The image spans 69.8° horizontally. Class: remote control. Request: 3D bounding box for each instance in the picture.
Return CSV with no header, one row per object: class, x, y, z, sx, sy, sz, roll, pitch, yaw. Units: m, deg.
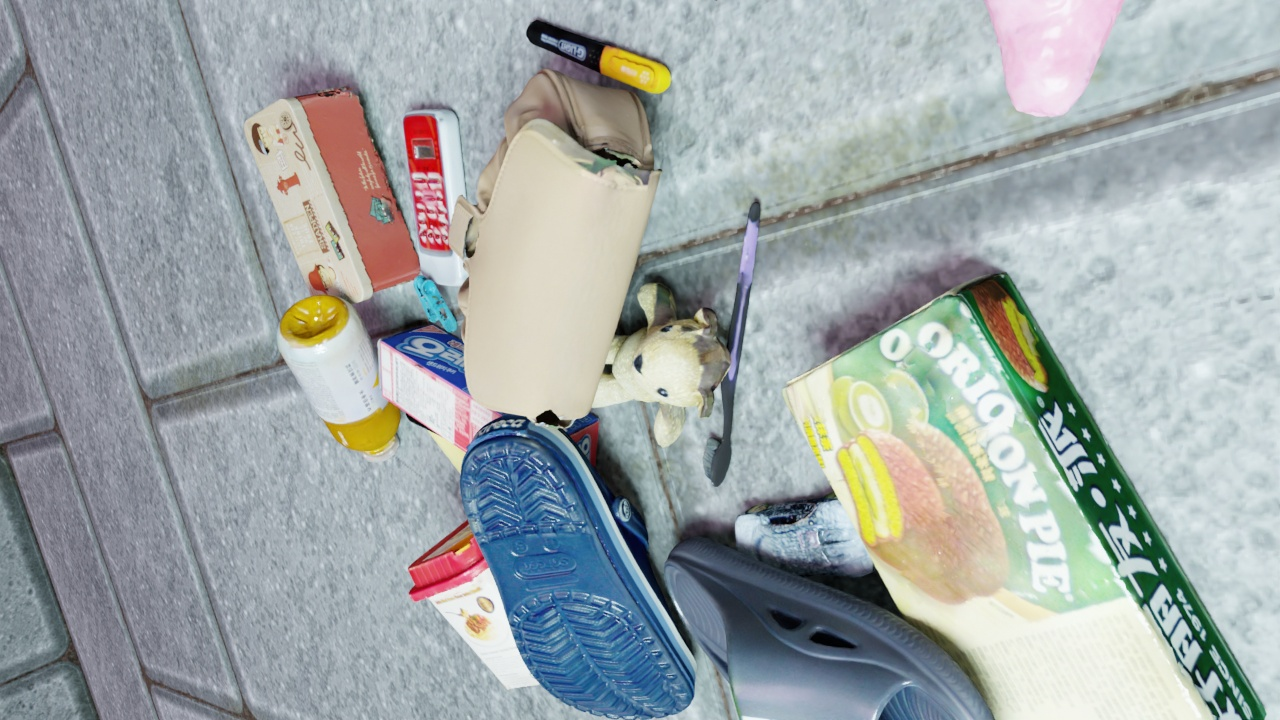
remote control,-0.158,-0.126,0.715,0.056,0.020,0.136,12,113,40

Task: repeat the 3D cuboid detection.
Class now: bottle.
bottle,-0.251,0.024,0.791,0.068,0.067,0.190,38,154,28

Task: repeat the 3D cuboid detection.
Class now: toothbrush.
toothbrush,0.056,-0.005,0.562,0.017,0.014,0.189,33,126,46

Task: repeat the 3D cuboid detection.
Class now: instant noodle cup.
instant noodle cup,-0.095,0.178,0.710,0.117,0.116,0.124,-29,96,46

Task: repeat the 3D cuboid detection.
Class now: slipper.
slipper,-0.043,0.140,0.634,0.105,0.095,0.253,-17,113,22
slipper,0.079,0.183,0.514,0.268,0.083,0.111,16,130,57

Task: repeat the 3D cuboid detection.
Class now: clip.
clip,-0.169,-0.047,0.745,0.038,0.013,0.056,28,150,34

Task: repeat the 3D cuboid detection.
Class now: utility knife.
utility knife,-0.176,0.064,0.805,0.151,0.018,0.031,53,135,19

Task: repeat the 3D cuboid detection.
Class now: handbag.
handbag,-0.059,-0.065,0.553,0.147,0.099,0.205,-125,47,-58

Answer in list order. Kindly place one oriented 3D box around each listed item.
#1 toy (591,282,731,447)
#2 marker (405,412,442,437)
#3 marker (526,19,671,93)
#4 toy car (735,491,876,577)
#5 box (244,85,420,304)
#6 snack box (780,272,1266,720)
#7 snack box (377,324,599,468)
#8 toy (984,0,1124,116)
toy,-0.003,0.003,0.584,0.157,0.066,0.105,-5,86,56
marker,-0.154,0.063,0.774,0.124,0.015,0.018,20,107,30
marker,-0.030,-0.191,0.574,0.124,0.015,0.018,32,120,33
toy car,0.096,0.109,0.551,0.106,0.031,0.049,-21,89,46
box,-0.251,-0.136,0.770,0.091,0.079,0.168,-6,106,44
snack box,0.177,0.088,0.444,0.115,0.063,0.240,-35,79,44
snack box,-0.124,0.035,0.716,0.208,0.057,0.058,26,124,34
toy,0.163,-0.213,0.342,0.178,0.074,0.195,54,130,18
